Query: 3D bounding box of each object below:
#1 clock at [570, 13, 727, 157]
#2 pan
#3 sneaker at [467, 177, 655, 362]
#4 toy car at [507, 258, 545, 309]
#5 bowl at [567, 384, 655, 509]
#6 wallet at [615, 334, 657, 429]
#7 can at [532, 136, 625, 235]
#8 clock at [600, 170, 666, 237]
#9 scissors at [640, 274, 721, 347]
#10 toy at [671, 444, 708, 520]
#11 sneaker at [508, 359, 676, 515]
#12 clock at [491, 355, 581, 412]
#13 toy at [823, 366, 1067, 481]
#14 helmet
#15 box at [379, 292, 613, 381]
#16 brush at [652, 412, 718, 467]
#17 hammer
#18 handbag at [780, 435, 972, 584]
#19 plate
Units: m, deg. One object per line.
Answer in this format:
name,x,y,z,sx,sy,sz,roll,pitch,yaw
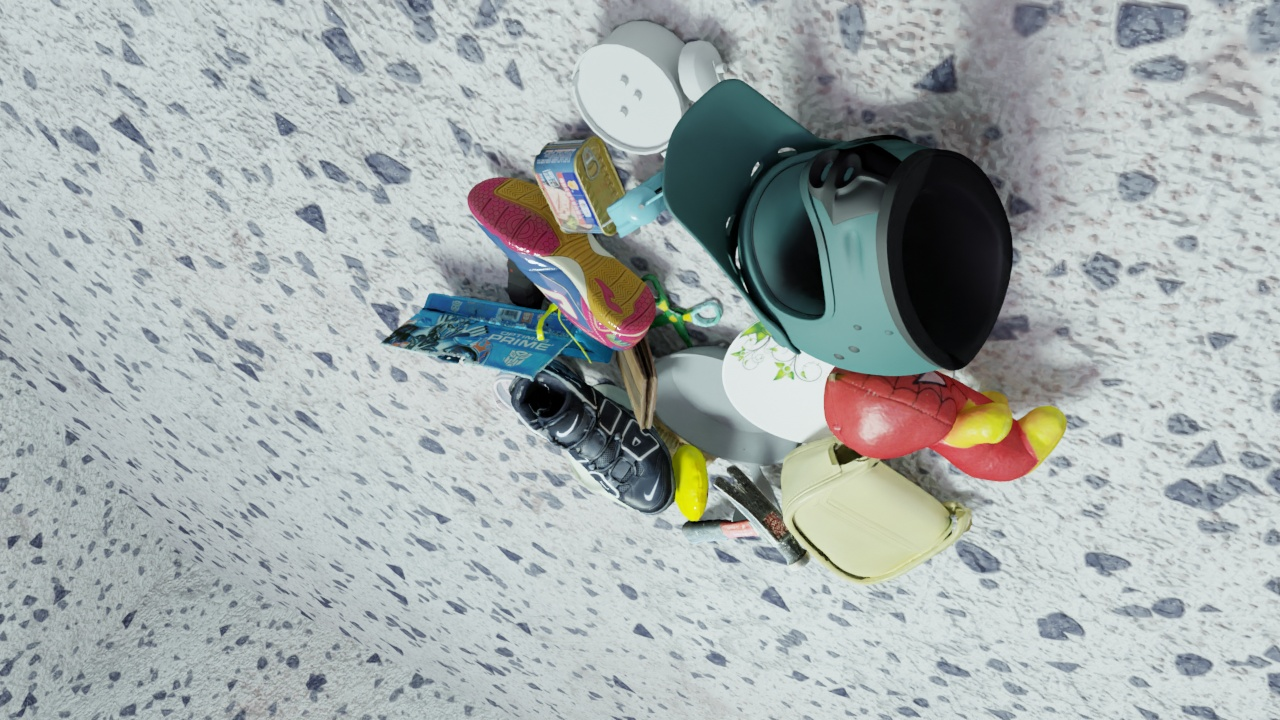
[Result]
clock,0.015,-0.228,0.793,0.159,0.060,0.120,27,145,10
pan,0.131,0.108,1.125,0.201,0.050,0.357,1,138,37
sneaker,-0.095,-0.097,0.997,0.242,0.116,0.091,42,156,2
toy car,-0.140,-0.094,1.099,0.042,0.036,0.092,21,144,16
bowl,-0.048,0.123,1.208,0.177,0.057,0.177,24,124,42
wallet,-0.006,0.006,1.067,0.027,0.121,0.099,-11,143,-13
can,-0.060,-0.175,0.924,0.059,0.053,0.100,7,138,34
clock,0.014,-0.152,0.868,0.042,0.087,0.123,55,152,-10
scissors,0.044,-0.051,1.033,0.130,0.011,0.125,5,142,35
toy,0.061,0.151,1.134,0.041,0.094,0.096,-5,116,-12
sneaker,-0.061,0.086,1.084,0.252,0.097,0.150,40,-176,10
clock,-0.145,0.043,1.248,0.117,0.058,0.158,30,150,-1
toy,0.266,0.051,0.841,0.216,0.098,0.148,13,176,-16
helmet,0.152,-0.097,0.720,0.200,0.176,0.274,20,170,43
box,-0.174,-0.039,1.117,0.244,0.170,0.070,11,103,30
brush,0.043,0.110,1.207,0.117,0.039,0.049,37,146,-2
hammer,0.111,0.216,1.219,0.140,0.036,0.327,51,161,1
handbag,0.252,0.164,1.049,0.232,0.088,0.191,33,134,-31
plate,0.200,0.008,0.944,0.229,0.030,0.230,5,139,4
